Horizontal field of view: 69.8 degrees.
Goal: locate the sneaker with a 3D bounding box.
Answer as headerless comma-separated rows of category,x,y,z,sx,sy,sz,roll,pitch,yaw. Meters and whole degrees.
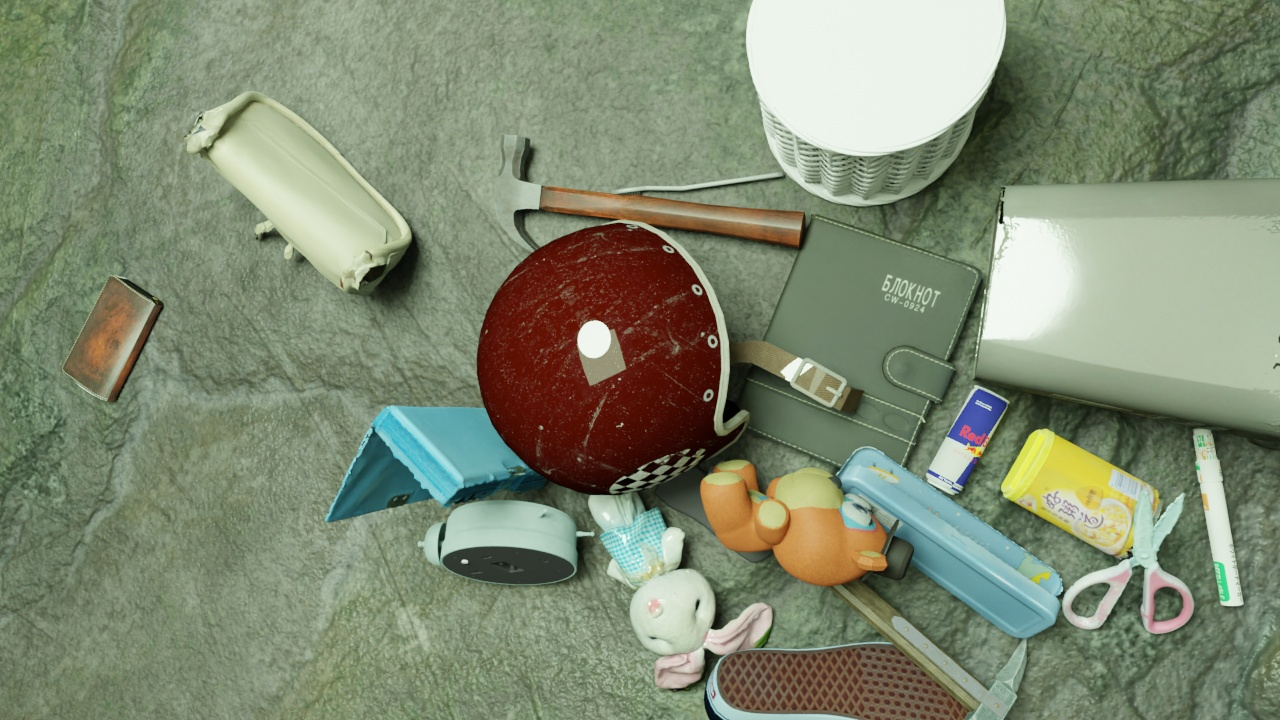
sneaker,0.173,0.302,0.804,0.241,0.098,0.083,6,50,-2

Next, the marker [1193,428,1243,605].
marker,0.477,0.128,0.760,0.017,0.017,0.145,-8,86,12

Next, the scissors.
scissors,0.380,0.162,0.729,0.108,0.016,0.179,-8,128,20

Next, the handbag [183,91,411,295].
handbag,-0.338,-0.141,0.884,0.229,0.184,0.132,39,98,-5

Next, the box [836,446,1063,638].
box,0.262,0.151,0.791,0.210,0.069,0.063,36,53,9

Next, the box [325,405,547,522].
box,-0.167,0.105,0.797,0.094,0.231,0.110,43,97,11

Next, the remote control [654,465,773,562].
remote control,0.073,0.140,0.854,0.124,0.009,0.046,34,94,12

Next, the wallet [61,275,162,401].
wallet,-0.578,-0.025,1.003,0.072,0.019,0.123,30,94,12

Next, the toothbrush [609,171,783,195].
toothbrush,0.052,-0.166,0.874,0.167,0.012,0.013,-6,94,12

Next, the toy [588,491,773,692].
toy,0.021,0.194,0.816,0.131,0.105,0.205,-32,82,6

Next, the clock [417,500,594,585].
clock,-0.129,0.171,0.844,0.160,0.122,0.045,-15,57,29

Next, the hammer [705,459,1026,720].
hammer,0.183,0.194,0.797,0.317,0.028,0.146,40,58,17

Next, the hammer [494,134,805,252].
hammer,0.004,-0.141,0.863,0.301,0.028,0.111,10,98,15

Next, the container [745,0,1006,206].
container,0.188,-0.237,0.754,0.189,0.186,0.189,0,89,13

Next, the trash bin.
trash bin,0.383,-0.045,0.709,0.220,0.197,0.197,8,90,19

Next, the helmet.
helmet,-0.006,0.005,0.778,0.234,0.253,0.233,-43,64,21

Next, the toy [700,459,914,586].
toy,0.134,0.135,0.753,0.176,0.112,0.096,30,100,9

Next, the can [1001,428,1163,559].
can,0.363,0.109,0.761,0.105,0.067,0.067,30,93,12

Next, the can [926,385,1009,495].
can,0.284,0.070,0.799,0.032,0.032,0.095,28,93,12

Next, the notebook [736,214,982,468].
notebook,0.194,-0.009,0.827,0.169,0.029,0.209,22,95,15
